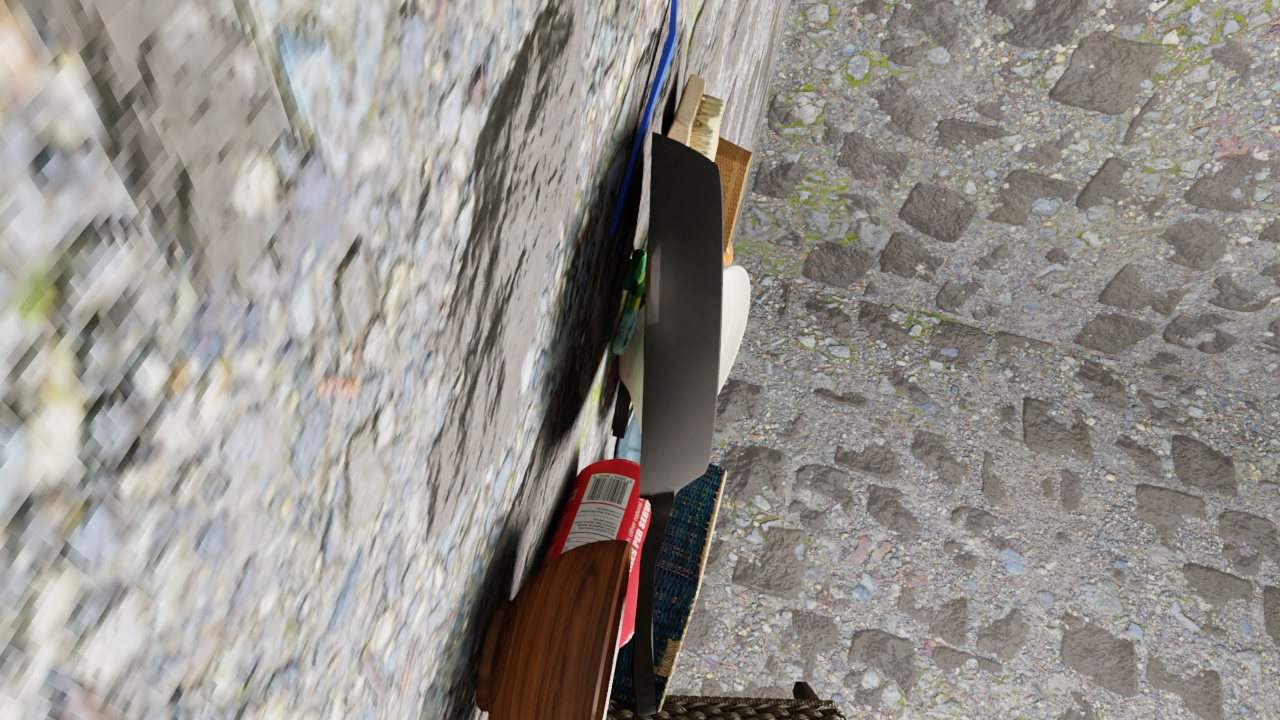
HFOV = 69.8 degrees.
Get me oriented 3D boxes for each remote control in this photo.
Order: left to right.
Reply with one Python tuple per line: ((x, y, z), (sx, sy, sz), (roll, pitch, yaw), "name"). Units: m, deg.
((-0.005, 0.005, 0.851), (0.058, 0.013, 0.134), (-67, 171, -56), "remote control")

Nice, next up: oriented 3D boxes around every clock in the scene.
((0.012, 0.058, 0.975), (0.089, 0.052, 0.124), (88, 18, -67), "clock")

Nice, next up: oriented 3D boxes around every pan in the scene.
((0.022, 0.037, 0.574), (0.249, 0.043, 0.355), (90, 2, -83), "pan")

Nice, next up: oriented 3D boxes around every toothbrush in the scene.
((0.010, -0.164, 0.554), (0.016, 0.011, 0.186), (26, 79, -84), "toothbrush")

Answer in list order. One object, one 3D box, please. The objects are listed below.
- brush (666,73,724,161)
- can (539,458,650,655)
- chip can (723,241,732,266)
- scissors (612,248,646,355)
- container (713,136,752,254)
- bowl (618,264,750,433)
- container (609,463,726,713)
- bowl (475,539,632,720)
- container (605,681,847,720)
((0.039, -0.162, 0.712), (0.117, 0.039, 0.049), (92, 15, -63), "brush")
((-0.028, 0.139, 0.651), (0.142, 0.074, 0.075), (-69, 172, -49), "can")
((0.065, -0.108, 1.006), (0.210, 0.062, 0.062), (-55, 159, -75), "chip can")
((-0.001, -0.057, 0.730), (0.128, 0.012, 0.120), (-51, 157, -74), "scissors")
((0.062, -0.153, 0.853), (0.063, 0.061, 0.114), (-64, 168, -63), "container")
((0.028, -0.009, 0.788), (0.176, 0.058, 0.177), (-49, 153, -35), "bowl")
((0.014, 0.188, 0.809), (0.187, 0.071, 0.145), (-64, 169, -62), "container")
((-0.051, 0.168, 0.507), (0.147, 0.069, 0.147), (12, 87, -86), "bowl")
((0.043, 0.387, 0.774), (0.205, 0.320, 0.177), (-120, -139, -65), "container")
